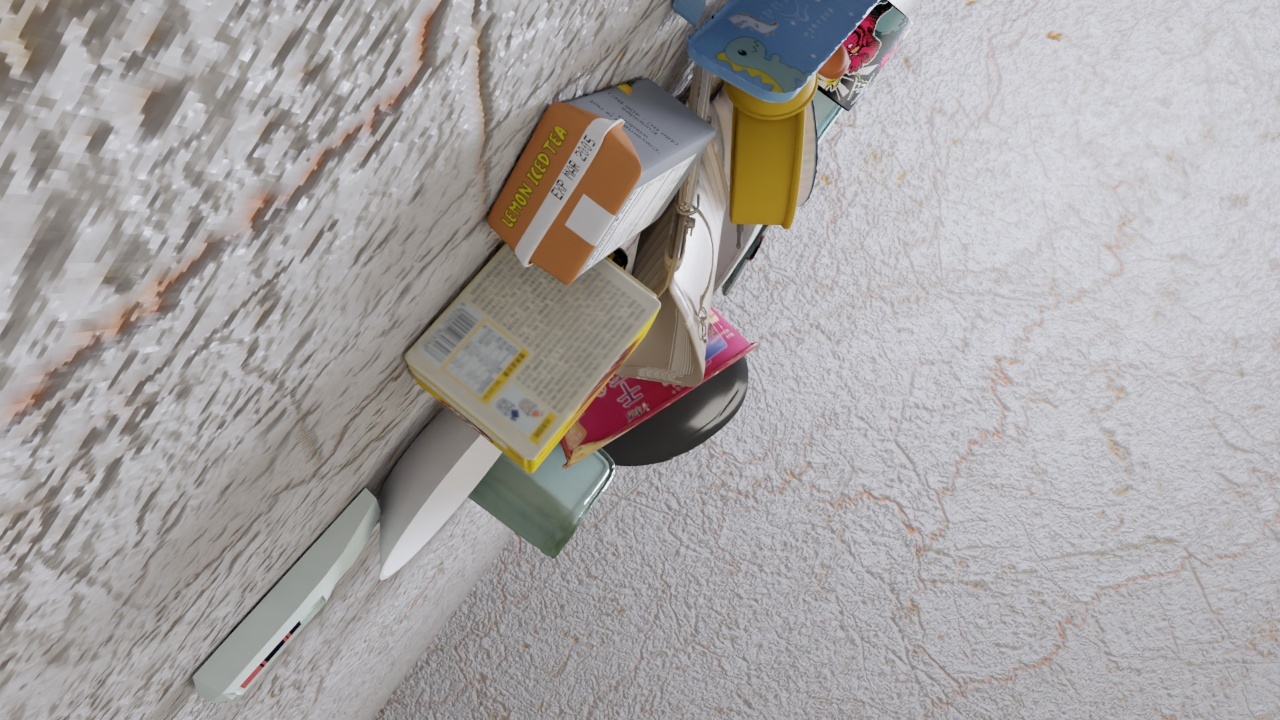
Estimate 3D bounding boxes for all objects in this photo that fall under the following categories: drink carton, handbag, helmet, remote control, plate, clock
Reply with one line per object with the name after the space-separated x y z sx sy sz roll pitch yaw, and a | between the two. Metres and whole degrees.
-0.014 -0.091 0.443 0.076 0.048 0.124 -54 177 30 | drink carton
0.093 -0.152 0.978 0.141 0.096 0.199 -52 176 -35 | handbag
-0.098 0.099 0.795 0.067 0.122 0.105 -52 -179 34 | handbag
0.001 0.035 1.024 0.265 0.164 0.169 -24 -176 30 | helmet
-0.206 0.144 0.553 0.143 0.024 0.050 -51 177 -26 | remote control
-0.136 0.071 0.641 0.174 0.036 0.174 -52 177 -4 | plate
0.028 -0.113 0.576 0.198 0.062 0.175 96 4 -54 | handbag
0.075 -0.150 0.557 0.113 0.052 0.152 -84 174 -48 | clock

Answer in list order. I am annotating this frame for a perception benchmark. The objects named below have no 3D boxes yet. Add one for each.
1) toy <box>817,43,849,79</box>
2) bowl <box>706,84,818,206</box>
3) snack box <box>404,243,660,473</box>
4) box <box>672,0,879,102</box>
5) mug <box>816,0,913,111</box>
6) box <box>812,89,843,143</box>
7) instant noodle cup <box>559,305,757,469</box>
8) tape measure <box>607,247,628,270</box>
0.166 -0.293 0.729 0.128 0.065 0.094 -58 -178 18 | toy
0.085 -0.172 0.699 0.062 0.118 0.118 -10 170 -7 | bowl
-0.055 -0.009 0.476 0.105 0.083 0.061 -51 176 -14 | snack box
0.098 -0.221 0.472 0.208 0.078 0.074 -51 172 -34 | box
0.210 -0.312 0.919 0.098 0.082 0.117 -53 166 19 | mug
0.191 -0.287 1.011 0.199 0.083 0.066 -53 -174 8 | box
-0.004 0.004 0.710 0.178 0.077 0.178 -32 178 -2 | instant noodle cup
-0.037 -0.055 0.647 0.064 0.037 0.065 -56 -178 10 | tape measure
